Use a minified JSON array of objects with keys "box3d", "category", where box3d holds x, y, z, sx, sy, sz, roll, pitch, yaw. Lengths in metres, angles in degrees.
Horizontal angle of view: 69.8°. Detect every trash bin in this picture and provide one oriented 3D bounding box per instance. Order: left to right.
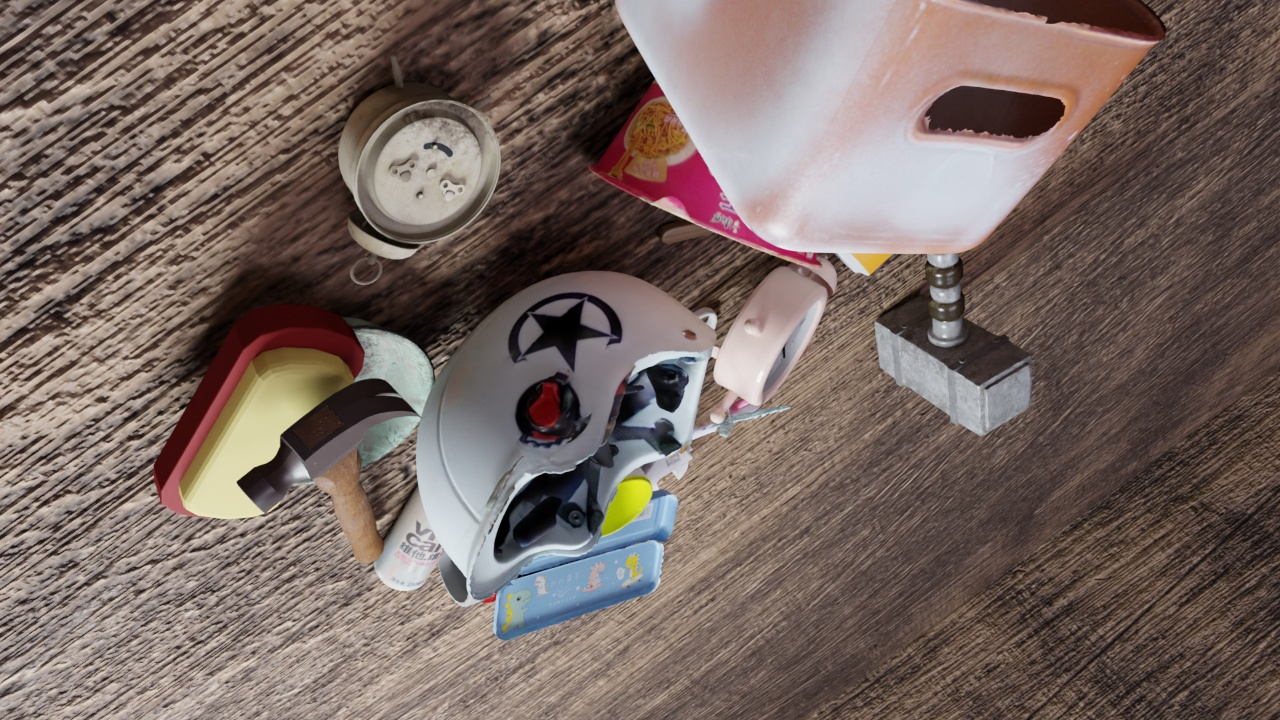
[{"box3d":[0.112,-0.190,0.504,0.181,0.259,0.158,-3,140,-29],"category":"trash bin"}]

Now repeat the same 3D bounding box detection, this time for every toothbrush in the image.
[{"box3d":[0.087,-0.123,0.800,0.166,0.016,0.016,-16,140,-28],"category":"toothbrush"}]

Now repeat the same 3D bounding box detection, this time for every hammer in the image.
[{"box3d":[-0.216,0.103,0.687,0.115,0.033,0.324,-41,169,-24],"category":"hammer"},{"box3d":[0.321,-0.088,0.970,0.079,0.177,0.327,-28,127,-14],"category":"hammer"}]

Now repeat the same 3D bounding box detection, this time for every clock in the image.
[{"box3d":[-0.148,-0.109,0.568,0.092,0.054,0.141,10,118,-48],"category":"clock"},{"box3d":[0.119,-0.030,0.887,0.160,0.086,0.131,-33,151,-39],"category":"clock"}]

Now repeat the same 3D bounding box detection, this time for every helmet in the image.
[{"box3d":[-0.073,0.041,0.701,0.263,0.163,0.237,-44,162,-17],"category":"helmet"}]

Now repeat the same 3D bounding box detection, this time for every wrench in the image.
[{"box3d":[0.041,0.049,0.966,0.066,0.018,0.274,-17,141,-27],"category":"wrench"}]

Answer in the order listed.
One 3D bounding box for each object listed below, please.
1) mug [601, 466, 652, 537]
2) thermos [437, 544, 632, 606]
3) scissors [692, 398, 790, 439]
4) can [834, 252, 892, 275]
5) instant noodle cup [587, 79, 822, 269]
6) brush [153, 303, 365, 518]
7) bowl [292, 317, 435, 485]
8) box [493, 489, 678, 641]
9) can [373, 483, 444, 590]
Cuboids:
[{"box3d":[-0.050,0.101,0.864,0.082,0.106,0.083,-25,145,-19],"category":"mug"},{"box3d":[-0.108,0.185,0.945,0.198,0.084,0.108,-13,172,-35],"category":"thermos"},{"box3d":[0.072,0.066,0.921,0.173,0.013,0.170,-20,-176,10],"category":"scissors"},{"box3d":[0.229,-0.151,0.837,0.143,0.079,0.079,-45,146,12],"category":"can"},{"box3d":[0.059,-0.135,0.637,0.178,0.179,0.078,8,110,-47],"category":"instant noodle cup"},{"box3d":[-0.246,0.043,0.598,0.082,0.042,0.174,13,123,-49],"category":"brush"},{"box3d":[-0.231,0.024,0.666,0.157,0.038,0.158,-24,144,-19],"category":"bowl"},{"box3d":[-0.053,0.201,0.917,0.208,0.021,0.125,-7,119,-40],"category":"box"},{"box3d":[-0.194,0.149,0.838,0.054,0.054,0.136,6,128,-46],"category":"can"}]
